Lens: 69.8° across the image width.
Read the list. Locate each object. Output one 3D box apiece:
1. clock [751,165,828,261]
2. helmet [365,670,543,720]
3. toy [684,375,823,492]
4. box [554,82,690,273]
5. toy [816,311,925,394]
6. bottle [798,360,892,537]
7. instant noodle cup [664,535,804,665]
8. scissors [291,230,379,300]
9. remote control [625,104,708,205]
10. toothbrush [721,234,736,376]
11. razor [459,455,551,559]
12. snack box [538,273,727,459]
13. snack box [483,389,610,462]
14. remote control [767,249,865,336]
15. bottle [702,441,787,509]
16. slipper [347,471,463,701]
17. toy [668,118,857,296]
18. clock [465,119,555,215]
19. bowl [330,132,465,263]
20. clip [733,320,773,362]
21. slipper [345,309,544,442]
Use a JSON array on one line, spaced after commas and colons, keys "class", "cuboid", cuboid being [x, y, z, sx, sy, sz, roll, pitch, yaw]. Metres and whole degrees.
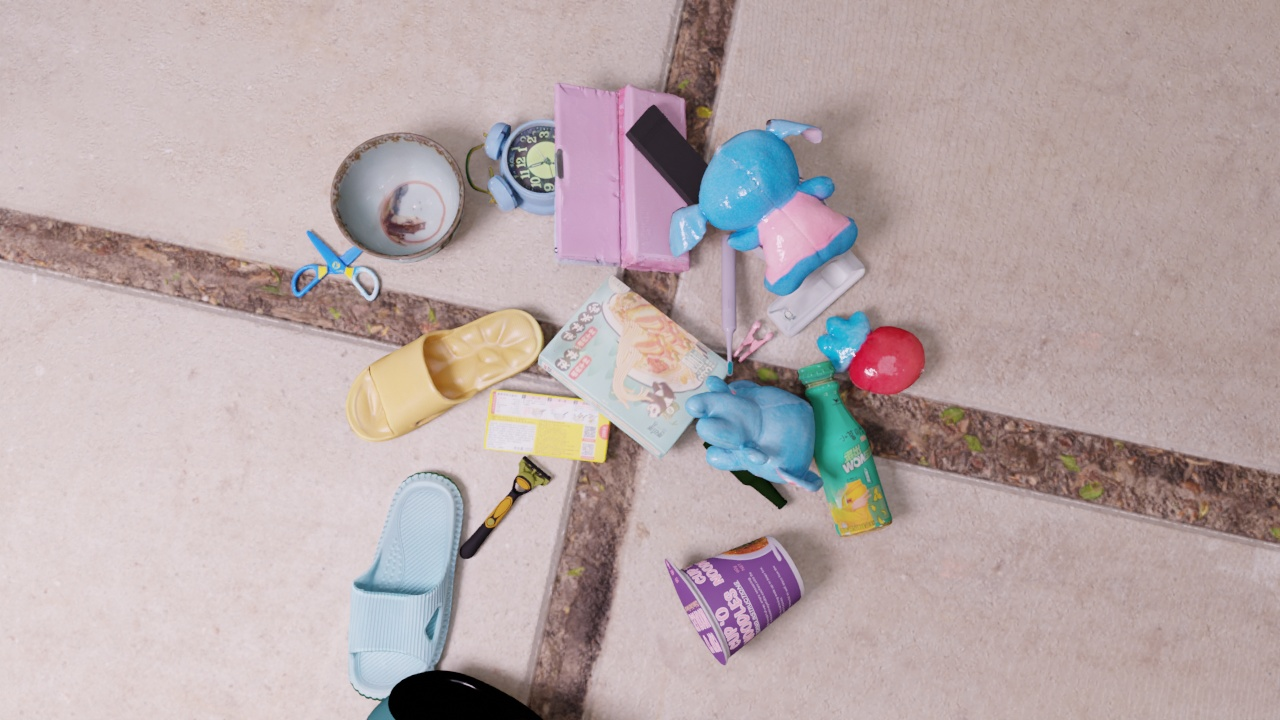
[{"class": "clock", "cuboid": [0.168, -0.188, 1.150, 0.120, 0.061, 0.159, -35, 85, -4]}, {"class": "helmet", "cuboid": [-0.193, 0.480, 0.992, 0.275, 0.176, 0.200, 19, 100, 26]}, {"class": "toy", "cuboid": [0.123, 0.087, 1.064, 0.180, 0.115, 0.183, 8, 40, -35]}, {"class": "box", "cuboid": [-0.020, -0.227, 1.133, 0.179, 0.040, 0.232, 1, 83, -25]}, {"class": "toy", "cuboid": [0.283, -0.008, 1.131, 0.133, 0.062, 0.092, 27, 74, 21]}, {"class": "bottle", "cuboid": [0.241, 0.105, 1.109, 0.068, 0.068, 0.209, -16, 83, -2]}, {"class": "instant noodle cup", "cuboid": [0.115, 0.263, 1.074, 0.121, 0.122, 0.136, -27, 74, -13]}, {"class": "scissors", "cuboid": [-0.386, -0.118, 1.167, 0.125, 0.013, 0.126, -43, 89, -4]}, {"class": "remote control", "cuboid": [0.043, -0.250, 1.141, 0.133, 0.013, 0.058, 46, 63, -17]}, {"class": "toothbrush", "cuboid": [0.109, -0.069, 1.134, 0.018, 0.019, 0.187, 2, 69, -2]}, {"class": "razor", "cuboid": [-0.172, 0.186, 1.125, 0.044, 0.021, 0.144, 39, 87, 5]}, {"class": "snack box", "cuboid": [-0.007, 0.007, 1.123, 0.193, 0.044, 0.141, 38, 70, 4]}, {"class": "snack box", "cuboid": [-0.113, 0.081, 1.134, 0.152, 0.025, 0.075, 6, 83, 1]}, {"class": "remote control", "cuboid": [0.222, -0.088, 1.156, 0.133, 0.022, 0.050, -41, 84, -5]}, {"class": "bottle", "cuboid": [0.131, 0.135, 1.123, 0.123, 0.033, 0.033, 44, 85, 5]}, {"class": "slipper", "cuboid": [-0.279, 0.269, 1.091, 0.116, 0.069, 0.276, 12, 82, -2]}, {"class": "toy", "cuboid": [0.146, -0.170, 1.081, 0.224, 0.099, 0.191, -40, 92, 6]}, {"class": "clock", "cuboid": [-0.139, -0.245, 1.159, 0.162, 0.060, 0.118, -9, 83, -4]}, {"class": "bowl", "cuboid": [-0.289, -0.189, 1.135, 0.160, 0.094, 0.159, 0, 82, 0]}, {"class": "clip", "cuboid": [0.137, -0.027, 1.150, 0.059, 0.023, 0.045, -23, 79, -4]}, {"class": "slipper", "cuboid": [-0.244, 0.011, 1.118, 0.263, 0.078, 0.099, -24, 81, -3]}]
